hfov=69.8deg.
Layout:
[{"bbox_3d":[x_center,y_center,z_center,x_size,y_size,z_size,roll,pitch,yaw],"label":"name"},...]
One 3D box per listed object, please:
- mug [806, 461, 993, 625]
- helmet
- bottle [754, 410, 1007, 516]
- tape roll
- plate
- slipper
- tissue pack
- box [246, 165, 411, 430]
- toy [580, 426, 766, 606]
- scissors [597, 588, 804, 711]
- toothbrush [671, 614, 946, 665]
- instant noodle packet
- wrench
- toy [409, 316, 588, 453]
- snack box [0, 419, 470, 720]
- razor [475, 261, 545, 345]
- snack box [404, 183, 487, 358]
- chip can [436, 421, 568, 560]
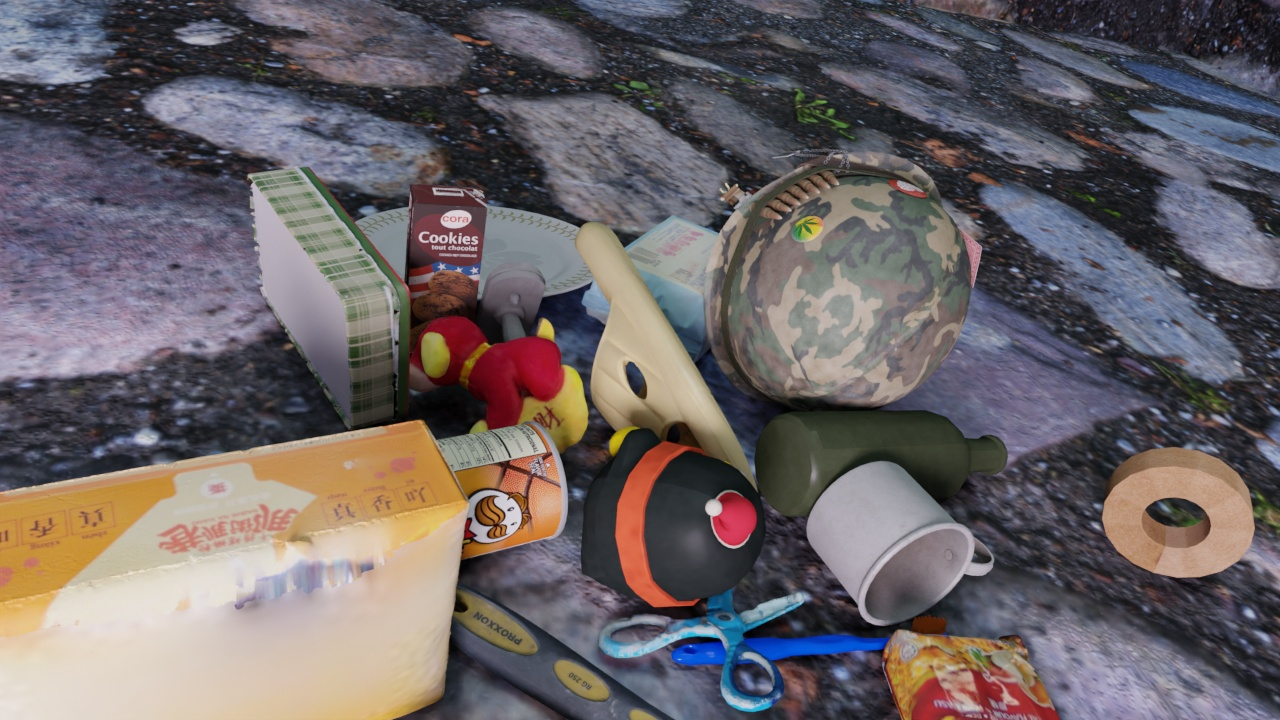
[{"bbox_3d":[0.170,0.116,0.594,0.113,0.084,0.070,1,32,-29],"label":"mug"},{"bbox_3d":[0.155,-0.062,0.736,0.224,0.192,0.236,-51,25,-12],"label":"helmet"},{"bbox_3d":[0.184,0.072,0.667,0.206,0.072,0.071,1,35,-29],"label":"bottle"},{"bbox_3d":[0.388,0.111,0.666,0.094,0.094,0.027,25,35,17],"label":"tape roll"},{"bbox_3d":[-0.150,-0.098,0.838,0.242,0.016,0.242,6,26,-3],"label":"plate"},{"bbox_3d":[-0.004,0.004,0.673,0.079,0.111,0.261,-28,58,-2],"label":"slipper"},{"bbox_3d":[0.039,-0.069,0.836,0.112,0.070,0.181,25,33,17],"label":"tissue pack"},{"bbox_3d":[-0.230,-0.051,0.672,0.050,0.118,0.205,-17,42,-31],"label":"box"},{"bbox_3d":[0.025,0.096,0.540,0.119,0.097,0.099,-5,31,38],"label":"toy"},{"bbox_3d":[0.049,0.158,0.524,0.133,0.012,0.134,-7,19,-30],"label":"scissors"},{"bbox_3d":[0.105,0.168,0.549,0.182,0.018,0.016,1,21,-17],"label":"toothbrush"},{"bbox_3d":[0.192,0.207,0.504,0.098,0.040,0.135,14,32,-11],"label":"instant noodle packet"},{"bbox_3d":[-0.007,0.188,0.475,0.273,0.022,0.073,27,41,18],"label":"wrench"},{"bbox_3d":[-0.096,0.014,0.637,0.137,0.067,0.105,35,82,15],"label":"toy"},{"bbox_3d":[-0.180,0.118,0.405,0.194,0.145,0.080,-9,39,-30],"label":"snack box"},{"bbox_3d":[-0.093,-0.002,0.700,0.047,0.088,0.116,-2,55,-22],"label":"razor"},{"bbox_3d":[-0.149,-0.059,0.686,0.051,0.141,0.031,0,35,-19],"label":"snack box"},{"bbox_3d":[-0.154,0.089,0.523,0.214,0.075,0.075,-9,39,-30],"label":"chip can"}]
